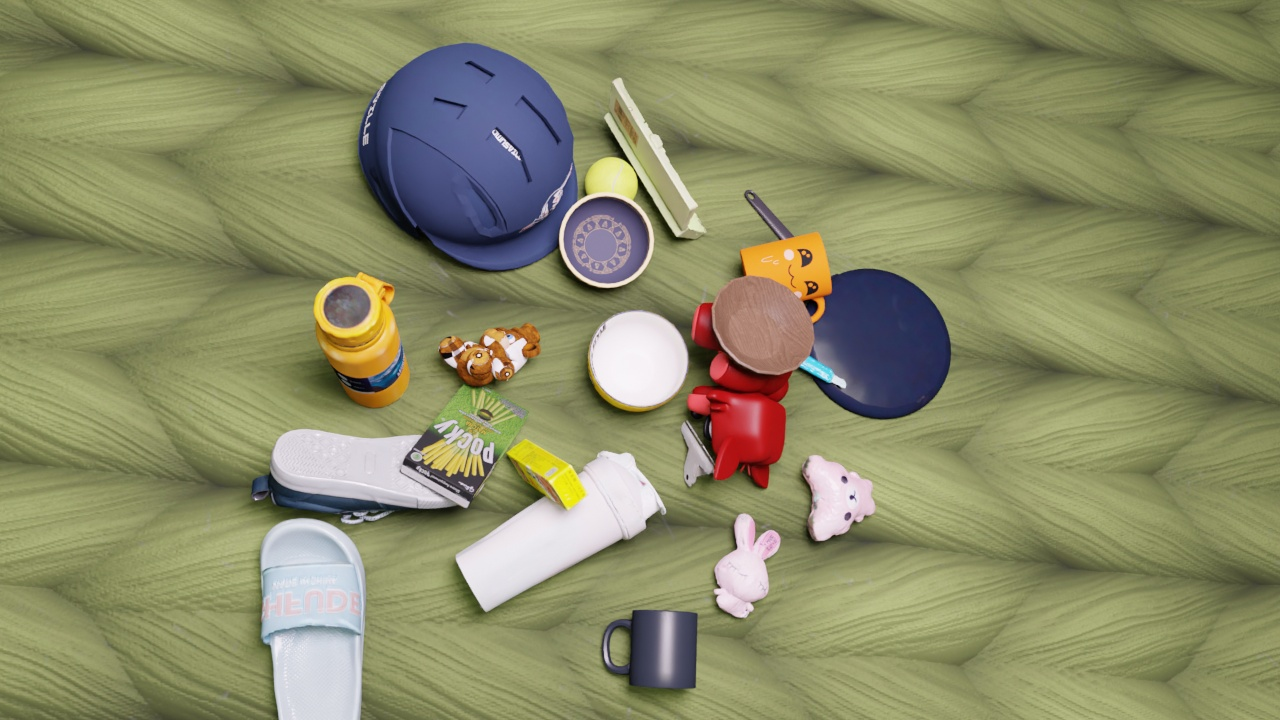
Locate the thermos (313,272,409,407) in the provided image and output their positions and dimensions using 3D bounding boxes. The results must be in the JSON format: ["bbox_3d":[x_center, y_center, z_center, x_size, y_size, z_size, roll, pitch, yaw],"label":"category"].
[{"bbox_3d":[-0.287,-0.023,0.949,0.076,0.233,0.091,-3,73,-10],"label":"thermos"}]

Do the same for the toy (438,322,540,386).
[{"bbox_3d":[-0.165,-0.010,1.050,0.087,0.067,0.112,23,46,34],"label":"toy"}]

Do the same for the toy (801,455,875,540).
[{"bbox_3d":[0.235,0.161,1.077,0.095,0.053,0.099,3,76,-22],"label":"toy"}]

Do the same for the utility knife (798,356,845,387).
[{"bbox_3d":[0.197,0.001,1.125,0.124,0.015,0.022,33,73,14],"label":"utility knife"}]

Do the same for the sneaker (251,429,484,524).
[{"bbox_3d":[-0.287,0.132,0.983,0.235,0.088,0.089,10,42,-27],"label":"sneaker"}]

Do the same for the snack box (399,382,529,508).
[{"bbox_3d":[-0.188,0.087,1.002,0.080,0.025,0.147,29,38,0],"label":"snack box"}]

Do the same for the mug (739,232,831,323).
[{"bbox_3d":[0.180,-0.091,1.123,0.096,0.077,0.113,-13,106,6],"label":"mug"}]

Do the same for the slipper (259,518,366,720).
[{"bbox_3d":[-0.333,0.281,0.935,0.104,0.074,0.245,-6,76,-12],"label":"slipper"}]

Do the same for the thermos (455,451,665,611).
[{"bbox_3d":[-0.089,0.182,0.997,0.220,0.099,0.099,-29,80,-12],"label":"thermos"}]

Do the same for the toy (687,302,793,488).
[{"bbox_3d":[0.115,0.041,1.045,0.121,0.158,0.197,0,80,26],"label":"toy"}]

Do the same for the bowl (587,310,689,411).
[{"bbox_3d":[-0.006,0.006,1.073,0.117,0.068,0.117,3,73,-9],"label":"bowl"}]

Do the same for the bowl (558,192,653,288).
[{"bbox_3d":[-0.045,-0.142,1.110,0.112,0.061,0.112,0,90,-10],"label":"bowl"}]

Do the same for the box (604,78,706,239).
[{"bbox_3d":[0.015,-0.239,1.121,0.047,0.141,0.187,-30,82,1],"label":"box"}]

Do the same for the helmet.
[{"bbox_3d":[-0.175,-0.233,1.063,0.272,0.223,0.231,47,67,-32],"label":"helmet"}]

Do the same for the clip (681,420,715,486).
[{"bbox_3d":[0.066,0.118,1.062,0.040,0.101,0.054,-13,120,-10],"label":"clip"}]

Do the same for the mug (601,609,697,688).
[{"bbox_3d":[0.009,0.310,0.991,0.105,0.071,0.077,-3,72,18],"label":"mug"}]

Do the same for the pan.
[{"bbox_3d":[0.250,-0.085,1.168,0.198,0.021,0.356,-37,82,-17],"label":"pan"}]

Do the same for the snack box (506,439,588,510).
[{"bbox_3d":[-0.102,0.120,0.982,0.028,0.148,0.040,-36,109,-18],"label":"snack box"}]

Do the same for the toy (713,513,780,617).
[{"bbox_3d":[0.120,0.233,1.038,0.063,0.047,0.109,25,68,-10],"label":"toy"}]

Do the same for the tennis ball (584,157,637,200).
[{"bbox_3d":[-0.036,-0.218,1.136,0.065,0.065,0.065,3,73,-9],"label":"tennis ball"}]

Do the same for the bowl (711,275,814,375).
[{"bbox_3d":[0.126,-0.033,0.980,0.117,0.030,0.117,7,64,-15],"label":"bowl"}]
